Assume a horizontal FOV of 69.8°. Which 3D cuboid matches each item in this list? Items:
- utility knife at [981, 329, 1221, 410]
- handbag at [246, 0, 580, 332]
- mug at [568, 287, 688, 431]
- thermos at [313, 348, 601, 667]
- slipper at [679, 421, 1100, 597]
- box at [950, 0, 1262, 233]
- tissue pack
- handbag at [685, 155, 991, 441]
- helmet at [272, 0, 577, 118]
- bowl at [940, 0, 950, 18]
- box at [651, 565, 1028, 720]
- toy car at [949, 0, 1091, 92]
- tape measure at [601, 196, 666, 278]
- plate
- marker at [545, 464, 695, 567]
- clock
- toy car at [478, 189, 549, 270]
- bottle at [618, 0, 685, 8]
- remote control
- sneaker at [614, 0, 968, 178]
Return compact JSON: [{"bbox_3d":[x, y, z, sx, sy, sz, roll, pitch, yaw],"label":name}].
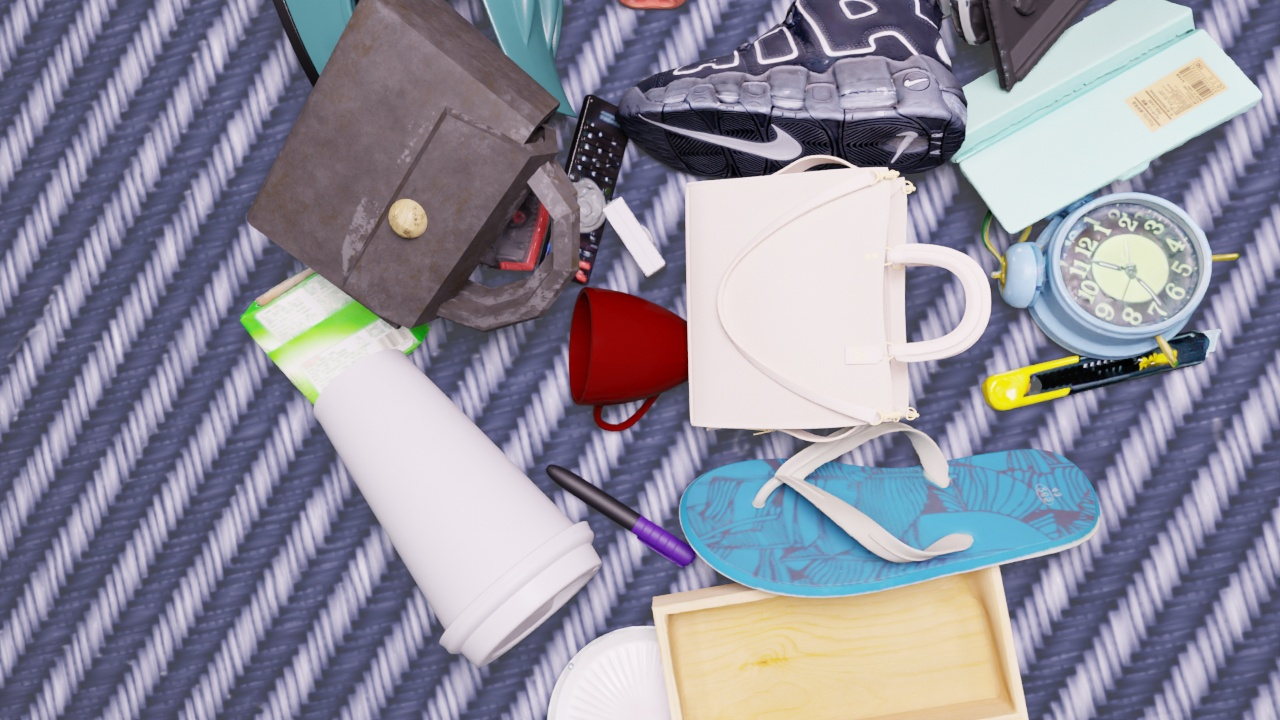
[{"bbox_3d":[0.339,0.005,0.673,0.172,0.020,0.029,-14,88,4],"label":"utility knife"},{"bbox_3d":[-0.134,-0.103,0.608,0.199,0.102,0.198,36,118,-9],"label":"handbag"},{"bbox_3d":[-0.004,0.004,0.687,0.088,0.087,0.114,3,116,-15],"label":"mug"},{"bbox_3d":[-0.141,0.100,0.674,0.131,0.131,0.222,-42,77,3],"label":"thermos"},{"bbox_3d":[0.174,0.101,0.644,0.295,0.060,0.118,-6,52,3],"label":"slipper"},{"bbox_3d":[0.305,-0.180,0.644,0.187,0.052,0.138,-30,47,5],"label":"box"},{"bbox_3d":[-0.237,-0.029,0.709,0.114,0.034,0.099,-30,115,5],"label":"tissue pack"},{"bbox_3d":[0.134,-0.042,0.627,0.198,0.101,0.194,-1,90,31],"label":"handbag"},{"bbox_3d":[-0.149,-0.295,0.663,0.200,0.176,0.275,-12,99,11],"label":"helmet"},{"bbox_3d":[0.194,-0.328,0.681,0.151,0.056,0.150,0,88,6],"label":"bowl"},{"bbox_3d":[0.149,0.273,0.650,0.247,0.068,0.253,-10,77,2],"label":"box"},{"bbox_3d":[0.285,-0.293,0.652,0.191,0.094,0.071,-47,47,-8],"label":"toy car"},{"bbox_3d":[-0.002,-0.091,0.691,0.020,0.062,0.060,-34,90,3],"label":"tape measure"},{"bbox_3d":[0.007,0.280,0.699,0.157,0.014,0.157,0,88,6],"label":"plate"},{"bbox_3d":[-0.016,0.119,0.708,0.134,0.015,0.018,31,119,6],"label":"marker"},{"bbox_3d":[0.322,-0.070,0.652,0.162,0.060,0.118,27,86,14],"label":"clock"},{"bbox_3d":[-0.162,-0.123,0.712,0.189,0.056,0.081,13,89,11],"label":"toy car"},{"bbox_3d":[0.011,-0.344,0.705,0.071,0.048,0.134,2,88,8],"label":"bottle"},{"bbox_3d":[-0.043,-0.131,0.711,0.045,0.021,0.140,16,88,-36],"label":"remote control"},{"bbox_3d":[0.106,-0.219,0.662,0.253,0.097,0.150,5,73,20],"label":"sneaker"}]
